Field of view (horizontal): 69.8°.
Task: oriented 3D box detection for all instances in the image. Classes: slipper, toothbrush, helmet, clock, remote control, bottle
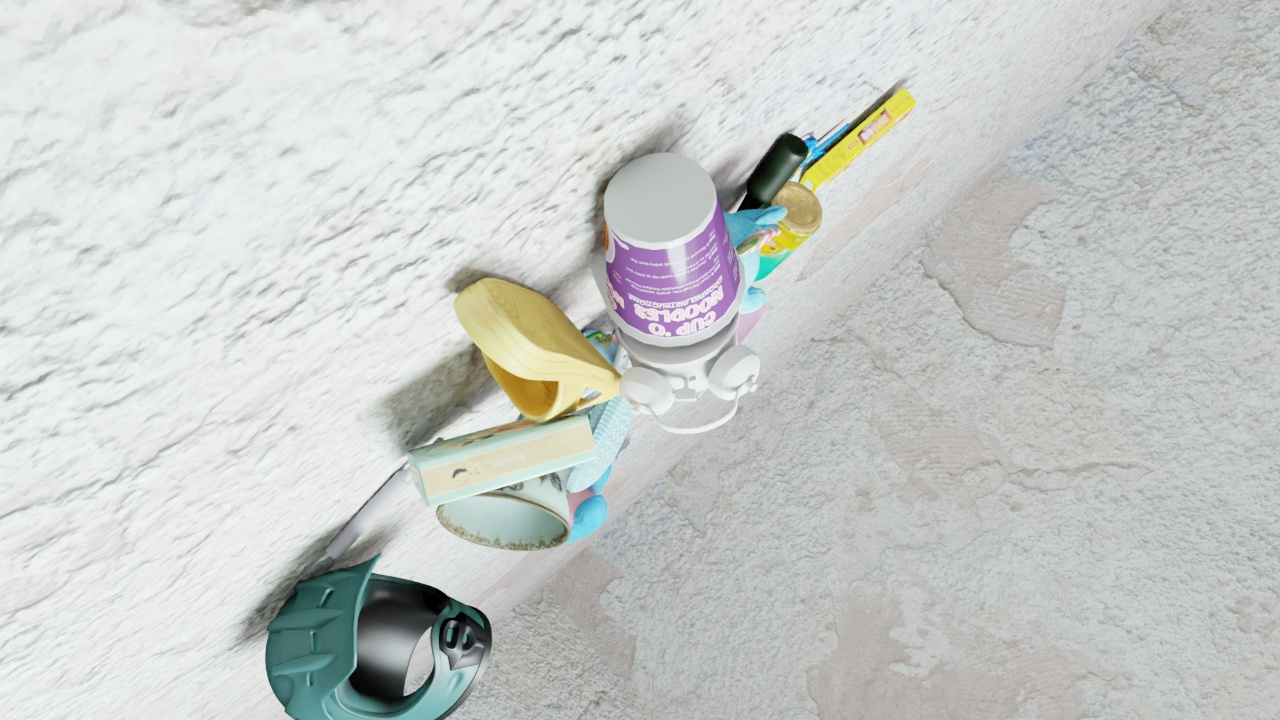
[{"bbox_3d":[-0.041,0.064,1.272,0.276,0.069,0.115,-58,166,11],"label":"slipper"},{"bbox_3d":[-0.259,0.139,0.933,0.188,0.018,0.019,-44,171,19],"label":"toothbrush"},{"bbox_3d":[-0.089,-0.002,0.750,0.078,0.099,0.263,-40,166,7],"label":"slipper"},{"bbox_3d":[-0.301,0.310,1.004,0.276,0.200,0.176,-32,-138,42],"label":"helmet"},{"bbox_3d":[-0.077,0.024,0.990,0.117,0.060,0.162,-33,167,-37],"label":"clock"},{"bbox_3d":[0.037,-0.009,0.778,0.120,0.159,0.061,-12,142,3],"label":"clock"},{"bbox_3d":[-0.006,0.006,1.004,0.133,0.022,0.050,30,77,-76],"label":"remote control"},{"bbox_3d":[0.128,-0.180,0.947,0.032,0.033,0.123,-32,167,-39],"label":"bottle"},{"bbox_3d":[0.128,-0.126,1.068,0.067,0.068,0.210,-34,175,-32],"label":"bottle"}]

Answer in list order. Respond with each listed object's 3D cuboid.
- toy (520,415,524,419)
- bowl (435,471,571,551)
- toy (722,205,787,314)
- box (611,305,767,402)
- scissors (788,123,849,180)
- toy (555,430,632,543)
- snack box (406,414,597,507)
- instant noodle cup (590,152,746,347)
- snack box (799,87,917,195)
[{"bbox_3d":[-0.112,0.089,1.141,0.092,0.062,0.133,-44,159,-12],"label":"toy"},{"bbox_3d":[-0.156,0.155,1.097,0.160,0.160,0.093,125,-23,-54],"label":"bowl"},{"bbox_3d":[0.081,-0.097,0.914,0.184,0.115,0.180,-25,-178,39],"label":"toy"},{"bbox_3d":[0.040,-0.017,1.081,0.106,0.115,0.233,-33,167,-33],"label":"box"},{"bbox_3d":[0.180,-0.220,1.019,0.124,0.016,0.125,-42,171,32],"label":"scissors"},{"bbox_3d":[-0.095,0.193,1.394,0.224,0.099,0.191,-31,-154,16],"label":"toy"},{"bbox_3d":[-0.130,0.085,0.818,0.141,0.044,0.194,-14,-178,-17],"label":"snack box"},{"bbox_3d":[0.014,-0.095,0.723,0.122,0.137,0.121,75,39,-63],"label":"instant noodle cup"},{"bbox_3d":[0.254,-0.254,1.085,0.152,0.025,0.075,-41,177,2],"label":"snack box"}]
